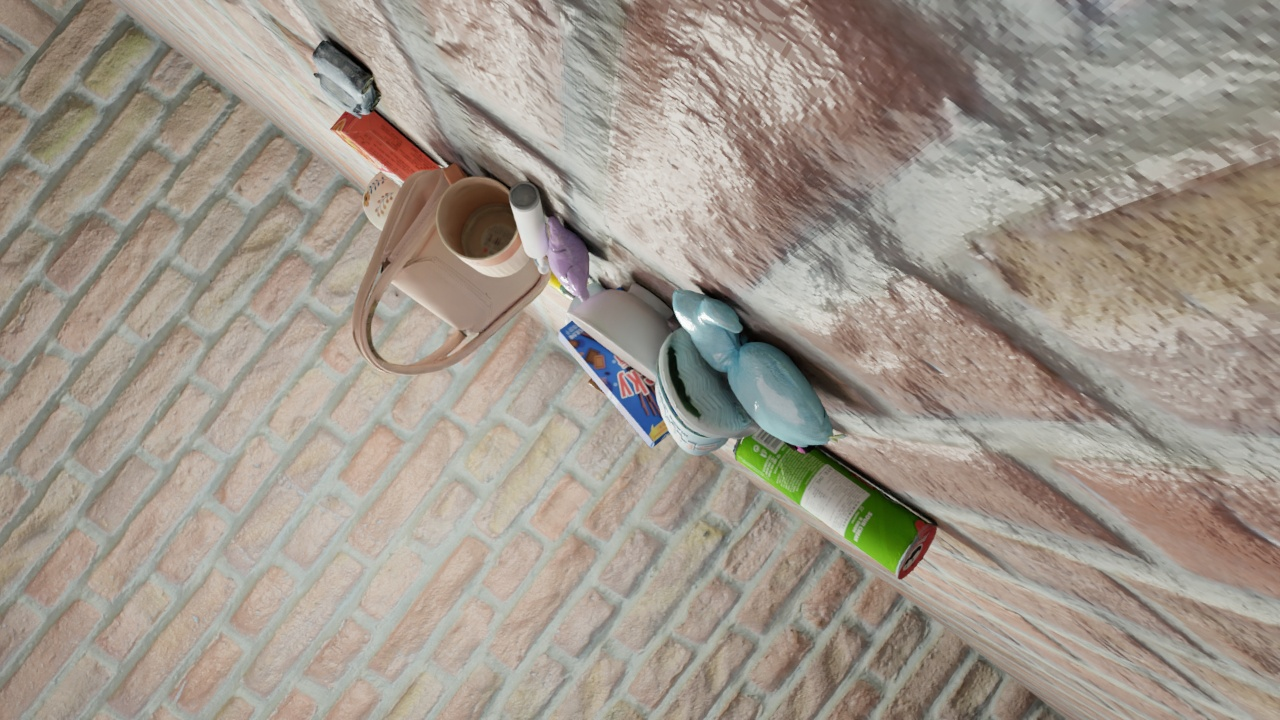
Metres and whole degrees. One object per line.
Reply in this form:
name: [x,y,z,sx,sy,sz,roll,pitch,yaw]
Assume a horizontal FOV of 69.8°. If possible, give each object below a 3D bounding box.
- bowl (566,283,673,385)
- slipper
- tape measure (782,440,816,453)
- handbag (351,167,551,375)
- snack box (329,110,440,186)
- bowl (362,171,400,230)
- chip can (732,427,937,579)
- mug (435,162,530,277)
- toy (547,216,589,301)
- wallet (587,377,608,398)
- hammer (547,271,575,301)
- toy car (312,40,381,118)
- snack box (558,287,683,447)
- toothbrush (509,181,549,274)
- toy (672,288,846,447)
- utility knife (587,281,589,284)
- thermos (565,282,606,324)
bowl: [-0.007,-0.036,0.894,0.118,0.064,0.118,36,176,3]
slipper: [0.055,0.036,0.843,0.104,0.074,0.245,64,-169,14]
tape measure: [0.147,0.064,0.886,0.057,0.039,0.058,40,175,-31]
handbag: [-0.232,-0.083,1.057,0.093,0.234,0.193,31,173,42]
snack box: [-0.309,-0.255,1.105,0.113,0.044,0.127,39,175,-30]
bowl: [-0.302,-0.217,1.206,0.113,0.113,0.062,37,135,0]
chip can: [0.216,0.149,1.043,0.236,0.072,0.072,35,175,31]
mug: [-0.162,-0.145,0.934,0.114,0.081,0.106,58,179,6]
toy: [-0.067,-0.092,0.890,0.108,0.039,0.084,156,93,-84]
wallet: [0.007,0.022,1.170,0.115,0.101,0.020,36,179,-8]
hammer: [-0.004,-0.022,1.238,0.323,0.032,0.126,39,175,-22]
toy car: [-0.278,-0.261,0.864,0.054,0.036,0.121,38,173,-10]
snack box: [-0.006,0.006,0.965,0.157,0.084,0.026,49,162,10]
toothbrush: [-0.102,-0.119,0.883,0.026,0.026,0.221,56,173,8]
toy: [0.093,0.012,0.716,0.156,0.049,0.161,41,169,34]
utility knife: [-0.055,-0.064,1.126,0.031,0.019,0.173,30,165,31]
thermos: [0.016,-0.008,1.035,0.220,0.070,0.070,34,175,21]
